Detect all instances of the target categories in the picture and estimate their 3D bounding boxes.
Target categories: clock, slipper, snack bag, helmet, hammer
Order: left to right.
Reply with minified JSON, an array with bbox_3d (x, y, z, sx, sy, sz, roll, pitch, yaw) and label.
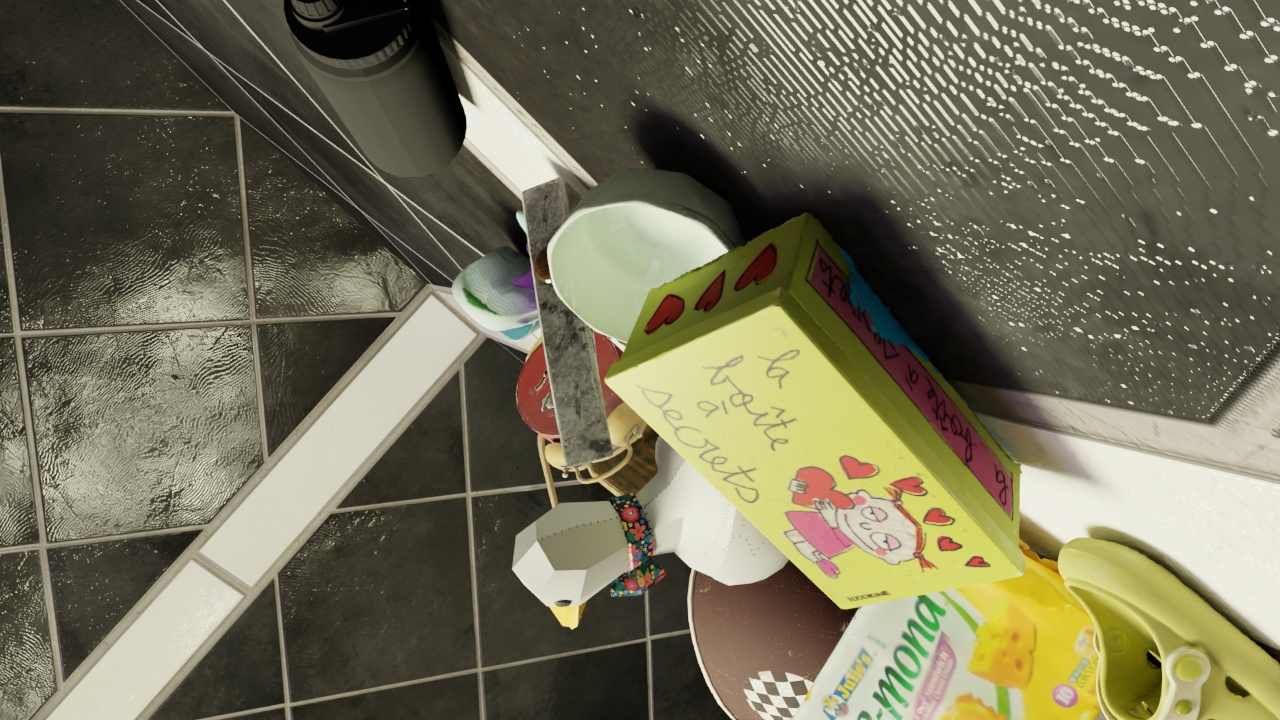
[{"bbox_3d":[-0.154,-0.070,1.038,0.104,0.074,0.245,45,-165,1],"label":"slipper"},{"bbox_3d":[-0.054,0.040,0.856,0.081,0.117,0.158,43,-159,-52],"label":"clock"},{"bbox_3d":[-0.005,0.004,0.783,0.300,0.037,0.217,36,-140,-63],"label":"hammer"},{"bbox_3d":[0.157,0.234,0.817,0.254,0.232,0.234,-14,127,38],"label":"helmet"},{"bbox_3d":[0.219,0.223,0.640,0.160,0.247,0.068,32,-168,19],"label":"snack bag"},{"bbox_3d":[0.306,0.183,0.524,0.190,0.081,0.092,44,169,-4],"label":"slipper"}]

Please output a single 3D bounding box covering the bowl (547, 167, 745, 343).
[{"bbox_3d":[0.010,-0.065,0.533,0.117,0.061,0.118,10,141,8],"label":"bowl"}]

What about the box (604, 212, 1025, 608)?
[{"bbox_3d":[0.100,0.037,0.499,0.125,0.081,0.221,-22,125,39],"label":"box"}]

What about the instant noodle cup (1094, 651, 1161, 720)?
[{"bbox_3d":[0.358,0.270,0.650,0.122,0.123,0.124,48,173,12],"label":"instant noodle cup"}]

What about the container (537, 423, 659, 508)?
[{"bbox_3d":[-0.017,0.097,0.996,0.250,0.186,0.158,26,131,59],"label":"container"}]

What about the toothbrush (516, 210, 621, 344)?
[{"bbox_3d":[-0.065,-0.082,0.888,0.180,0.016,0.016,50,-159,16],"label":"toothbrush"}]

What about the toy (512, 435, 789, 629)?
[{"bbox_3d":[0.039,0.101,0.675,0.140,0.267,0.247,63,151,33],"label":"toy"}]

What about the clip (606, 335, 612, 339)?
[{"bbox_3d":[-0.026,-0.044,0.916,0.054,0.049,0.044,29,131,56],"label":"clip"}]

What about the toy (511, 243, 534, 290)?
[{"bbox_3d":[-0.089,-0.078,0.966,0.088,0.056,0.106,40,172,15],"label":"toy"}]

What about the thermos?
[{"bbox_3d":[-0.177,-0.202,0.624,0.086,0.086,0.199,40,171,5],"label":"thermos"}]
